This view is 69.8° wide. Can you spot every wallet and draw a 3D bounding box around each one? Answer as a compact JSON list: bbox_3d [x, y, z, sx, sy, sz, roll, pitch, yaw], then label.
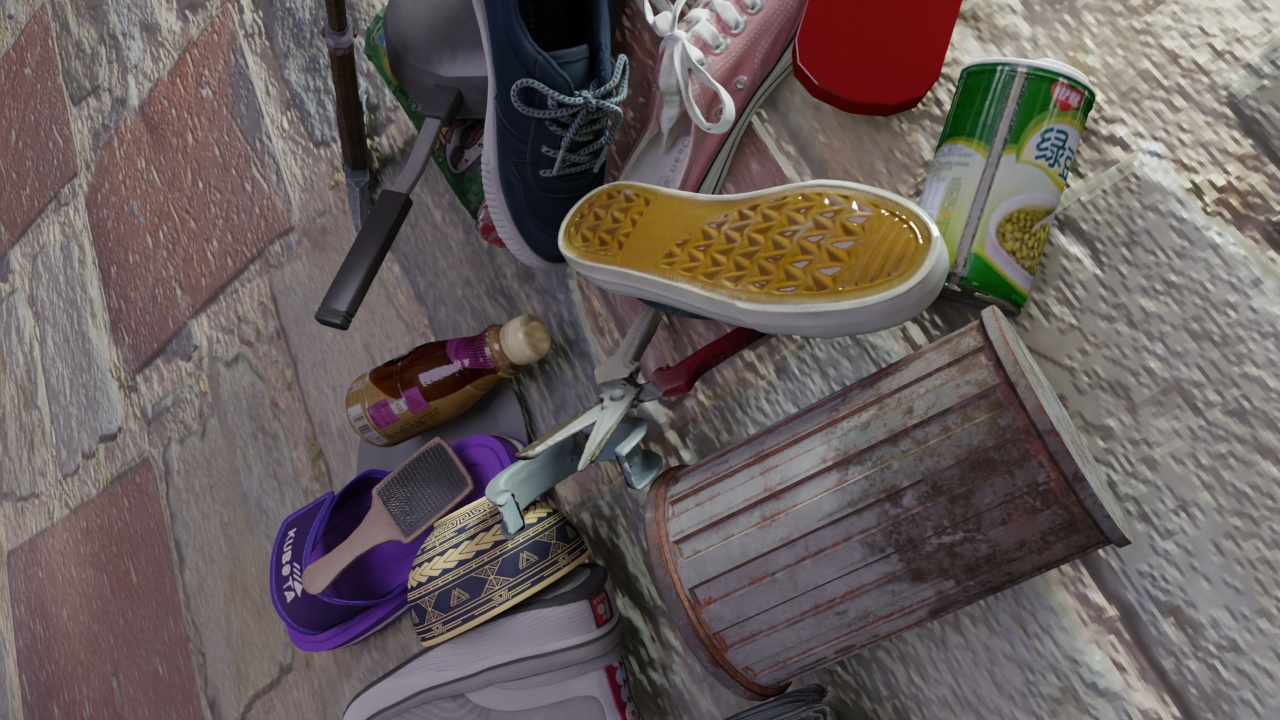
[{"bbox_3d":[0.089,0.228,0.459,0.101,0.054,0.131,-35,102,23],"label":"wallet"}]

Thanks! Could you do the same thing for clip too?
[{"bbox_3d":[-0.010,0.047,0.538,0.141,0.171,0.029,-19,100,12],"label":"clip"}]

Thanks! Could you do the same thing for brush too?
[{"bbox_3d":[-0.176,0.109,0.617,0.135,0.015,0.050,-40,66,-1],"label":"brush"},{"bbox_3d":[0.144,-0.226,0.525,0.082,0.042,0.173,17,92,5],"label":"brush"}]

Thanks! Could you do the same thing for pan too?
[{"bbox_3d":[-0.134,-0.179,0.627,0.179,0.041,0.356,14,68,17],"label":"pan"}]

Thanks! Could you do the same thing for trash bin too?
[{"bbox_3d":[0.110,0.077,0.461,0.212,0.130,0.130,-31,67,24],"label":"trash bin"}]

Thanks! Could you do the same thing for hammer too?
[{"bbox_3d":[-0.210,-0.199,0.652,0.317,0.028,0.147,136,128,-71],"label":"hammer"}]

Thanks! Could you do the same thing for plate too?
[{"bbox_3d":[-0.152,0.078,0.701,0.179,0.012,0.178,-6,79,32],"label":"plate"}]

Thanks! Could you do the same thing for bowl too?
[{"bbox_3d":[-0.094,0.118,0.559,0.113,0.112,0.061,-30,85,26],"label":"bowl"}]

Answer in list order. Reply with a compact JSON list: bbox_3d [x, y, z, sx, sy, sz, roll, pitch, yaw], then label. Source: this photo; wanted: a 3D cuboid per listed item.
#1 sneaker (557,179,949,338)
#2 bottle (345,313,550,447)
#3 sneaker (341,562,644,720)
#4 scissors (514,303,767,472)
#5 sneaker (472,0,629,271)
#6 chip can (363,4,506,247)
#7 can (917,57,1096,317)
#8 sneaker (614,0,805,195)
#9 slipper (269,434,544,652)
[{"bbox_3d":[0.058,-0.046,0.512,0.236,0.079,0.087,12,66,39],"label":"sneaker"},{"bbox_3d":[-0.136,0.011,0.656,0.166,0.059,0.059,-23,70,28],"label":"bottle"},{"bbox_3d":[-0.093,0.231,0.598,0.264,0.096,0.128,-31,84,34],"label":"sneaker"},{"bbox_3d":[0.009,0.001,0.537,0.193,0.015,0.179,-16,28,-8],"label":"scissors"},{"bbox_3d":[-0.049,-0.158,0.562,0.087,0.089,0.236,36,140,47],"label":"sneaker"},{"bbox_3d":[-0.138,-0.187,0.698,0.076,0.075,0.223,-45,62,19],"label":"chip can"},{"bbox_3d":[0.183,-0.089,0.476,0.067,0.067,0.121,19,94,34],"label":"can"},{"bbox_3d":[0.042,-0.189,0.571,0.118,0.087,0.241,34,102,32],"label":"sneaker"},{"bbox_3d":[-0.197,0.132,0.662,0.267,0.084,0.107,-29,67,26],"label":"slipper"}]
